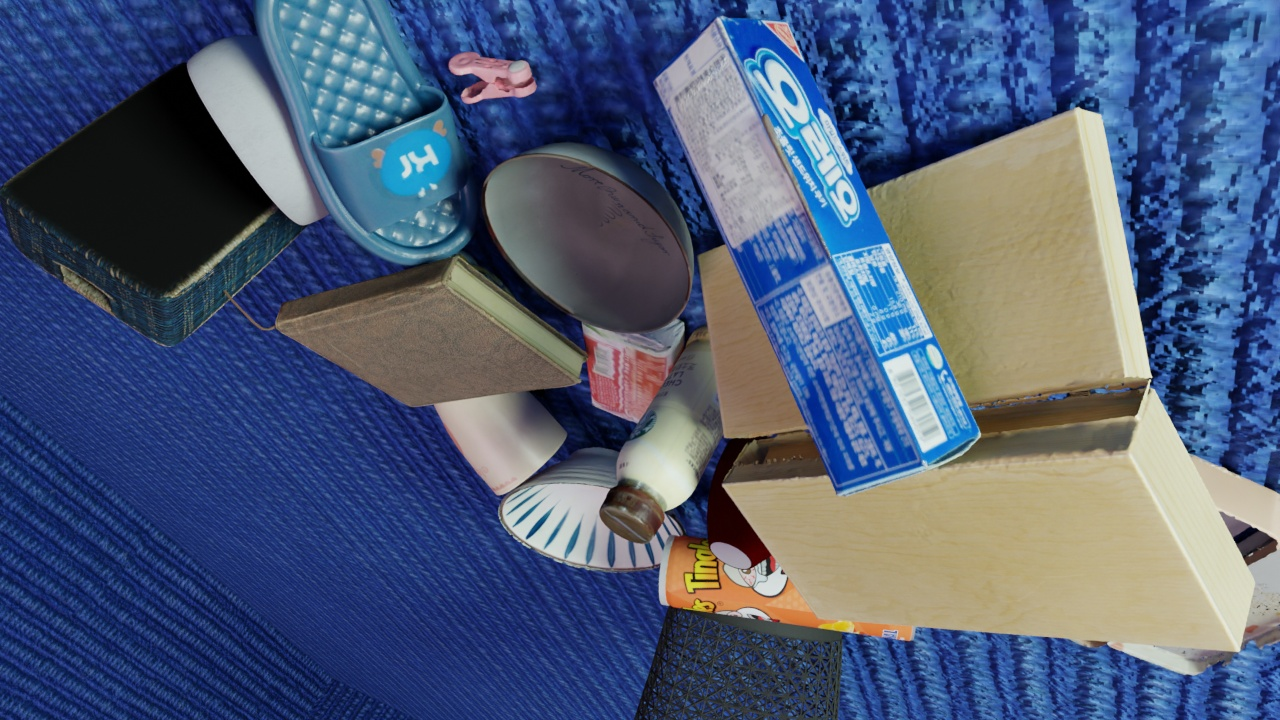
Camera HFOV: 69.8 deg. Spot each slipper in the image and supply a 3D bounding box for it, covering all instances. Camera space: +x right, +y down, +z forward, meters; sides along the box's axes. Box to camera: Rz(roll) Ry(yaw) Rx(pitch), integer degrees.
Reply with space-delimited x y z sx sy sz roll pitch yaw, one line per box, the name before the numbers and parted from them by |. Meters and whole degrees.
slipper | -0.169 -0.150 0.586 0.059 0.103 0.214 32 152 47

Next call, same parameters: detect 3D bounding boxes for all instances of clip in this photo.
clip | -0.090 -0.171 0.568 0.058 0.022 0.035 12 139 27

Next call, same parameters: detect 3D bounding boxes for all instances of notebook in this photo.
notebook | -0.177 -0.024 0.695 0.216 0.034 0.190 -8 148 39

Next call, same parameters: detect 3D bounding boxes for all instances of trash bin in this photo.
trash bin | 0.089 0.353 0.864 0.217 0.243 0.217 11 174 1

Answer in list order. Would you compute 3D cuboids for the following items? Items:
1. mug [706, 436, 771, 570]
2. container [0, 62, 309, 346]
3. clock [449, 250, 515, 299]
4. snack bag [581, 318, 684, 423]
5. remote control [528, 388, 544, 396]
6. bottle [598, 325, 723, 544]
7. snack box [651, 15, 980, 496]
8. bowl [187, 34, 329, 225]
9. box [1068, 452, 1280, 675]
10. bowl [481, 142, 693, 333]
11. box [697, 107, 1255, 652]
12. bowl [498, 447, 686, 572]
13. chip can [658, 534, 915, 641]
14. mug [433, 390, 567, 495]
mug | 0.087 0.127 0.753 0.087 0.088 0.114 33 148 0
container | -0.355 -0.124 0.704 0.145 0.186 0.071 34 145 -2
clock | -0.147 -0.046 0.758 0.089 0.051 0.125 46 145 -20
snack bag | -0.004 0.004 0.715 0.077 0.036 0.116 20 146 18
remote control | -0.144 0.003 0.858 0.125 0.010 0.039 20 146 20
bottle | 0.026 0.049 0.630 0.056 0.161 0.057 23 147 16
snack box | 0.082 -0.051 0.438 0.060 0.059 0.226 -31 80 47
bowl | -0.244 -0.166 0.639 0.132 0.064 0.132 58 176 6
box | 0.355 0.148 0.600 0.148 0.042 0.217 29 148 13
bowl | -0.025 -0.088 0.588 0.151 0.056 0.151 22 147 15
box | 0.151 0.031 0.496 0.248 0.096 0.261 -15 93 49
bowl | -0.039 0.130 0.866 0.177 0.070 0.178 7 144 5
chip can | 0.125 0.192 0.783 0.210 0.062 0.062 4 141 14
mug | -0.134 0.054 0.843 0.104 0.085 0.111 51 173 -12
